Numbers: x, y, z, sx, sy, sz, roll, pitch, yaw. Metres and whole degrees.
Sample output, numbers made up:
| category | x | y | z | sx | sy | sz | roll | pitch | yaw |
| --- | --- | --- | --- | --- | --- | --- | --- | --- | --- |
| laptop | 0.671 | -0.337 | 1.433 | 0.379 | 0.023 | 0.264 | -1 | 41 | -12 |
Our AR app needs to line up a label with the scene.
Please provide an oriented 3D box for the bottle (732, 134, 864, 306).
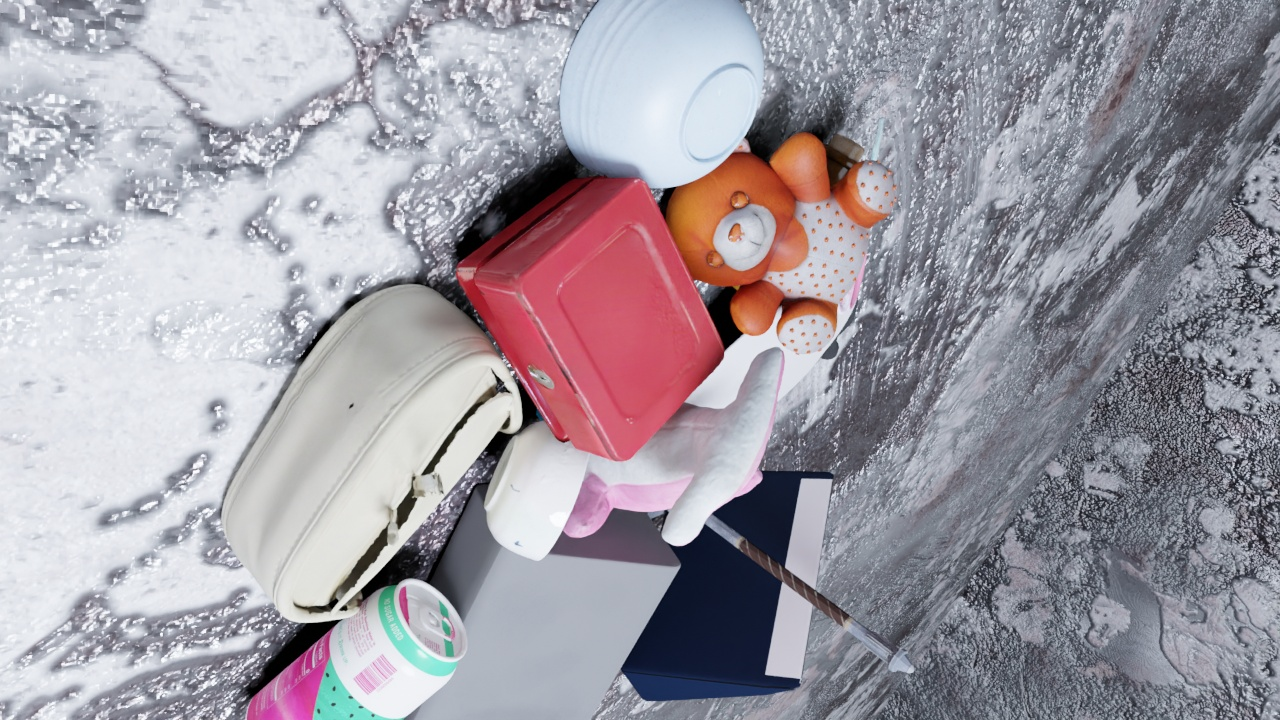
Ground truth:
| category | x | y | z | sx | sy | sz | roll | pitch | yaw |
| --- | --- | --- | --- | --- | --- | --- | --- | --- | --- |
| bottle | 0.141 | -0.122 | 0.803 | 0.067 | 0.068 | 0.157 | 8 | 117 | -54 |

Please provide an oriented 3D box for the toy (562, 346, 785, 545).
| category | x | y | z | sx | sy | sz | roll | pitch | yaw |
| --- | --- | --- | --- | --- | --- | --- | --- | --- | --- |
| toy | 0.032 | 0.078 | 0.709 | 0.128 | 0.266 | 0.186 | 36 | 71 | -17 |

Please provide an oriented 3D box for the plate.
| category | x | y | z | sx | sy | sz | roll | pitch | yaw |
| --- | --- | --- | --- | --- | --- | --- | --- | --- | --- |
| plate | 0.120 | 0.016 | 0.883 | 0.242 | 0.016 | 0.243 | -34 | 158 | -16 |

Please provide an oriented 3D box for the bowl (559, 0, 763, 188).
| category | x | y | z | sx | sy | sz | roll | pitch | yaw |
| --- | --- | --- | --- | --- | --- | --- | --- | --- | --- |
| bowl | 0.028 | -0.175 | 0.602 | 0.150 | 0.075 | 0.151 | -32 | 144 | -27 |

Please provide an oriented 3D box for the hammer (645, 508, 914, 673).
| category | x | y | z | sx | sy | sz | roll | pitch | yaw |
| --- | --- | --- | --- | --- | --- | --- | --- | --- | --- |
| hammer | 0.113 | 0.184 | 0.848 | 0.098 | 0.322 | 0.044 | -13 | 126 | -44 |

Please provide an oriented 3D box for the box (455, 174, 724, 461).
| category | x | y | z | sx | sy | sz | roll | pitch | yaw |
| --- | --- | --- | --- | --- | --- | --- | --- | --- | --- |
| box | -0.030 | -0.032 | 0.618 | 0.129 | 0.087 | 0.158 | -45 | 122 | -28 |

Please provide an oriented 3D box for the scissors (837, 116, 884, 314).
| category | x | y | z | sx | sy | sz | roll | pitch | yaw |
| --- | --- | --- | --- | --- | --- | --- | --- | --- | --- |
| scissors | 0.193 | -0.126 | 0.799 | 0.076 | 0.017 | 0.174 | -13 | 117 | -60 |

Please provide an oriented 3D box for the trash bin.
| category | x | y | z | sx | sy | sz | roll | pitch | yaw |
| --- | --- | --- | --- | --- | --- | --- | --- | --- | --- |
| trash bin | -0.099 | 0.234 | 0.817 | 0.191 | 0.097 | 0.220 | 15 | 112 | -35 |

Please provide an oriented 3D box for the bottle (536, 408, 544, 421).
| category | x | y | z | sx | sy | sz | roll | pitch | yaw |
| --- | --- | --- | --- | --- | --- | --- | --- | --- | --- |
| bottle | -0.055 | 0.010 | 0.718 | 0.051 | 0.051 | 0.146 | -17 | 136 | -41 |

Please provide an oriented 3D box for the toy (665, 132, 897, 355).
| category | x | y | z | sx | sy | sz | roll | pitch | yaw |
| --- | --- | --- | --- | --- | --- | --- | --- | --- | --- |
| toy | 0.101 | -0.098 | 0.715 | 0.172 | 0.092 | 0.164 | 16 | 110 | -17 |

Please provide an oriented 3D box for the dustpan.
| category | x | y | z | sx | sy | sz | roll | pitch | yaw |
| --- | --- | --- | --- | --- | --- | --- | --- | --- | --- |
| dustpan | 0.055 | 0.229 | 0.939 | 0.080 | 0.274 | 0.235 | 65 | 33 | -40 |

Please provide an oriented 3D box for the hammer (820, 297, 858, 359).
| category | x | y | z | sx | sy | sz | roll | pitch | yaw |
| --- | --- | --- | --- | --- | --- | --- | --- | --- | --- |
| hammer | 0.106 | 0.013 | 0.938 | 0.304 | 0.040 | 0.132 | -32 | 148 | -25 |

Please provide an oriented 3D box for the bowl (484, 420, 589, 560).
| category | x | y | z | sx | sy | sz | roll | pitch | yaw |
| --- | --- | --- | --- | --- | --- | --- | --- | --- | --- |
| bowl | -0.082 | 0.093 | 0.692 | 0.054 | 0.104 | 0.105 | 22 | 111 | -13 |

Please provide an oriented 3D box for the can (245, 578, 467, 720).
| category | x | y | z | sx | sy | sz | roll | pitch | yaw |
| --- | --- | --- | --- | --- | --- | --- | --- | --- | --- |
| can | -0.218 | 0.248 | 0.707 | 0.166 | 0.088 | 0.088 | -41 | 149 | 10 |

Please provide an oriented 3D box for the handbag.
| category | x | y | z | sx | sy | sz | roll | pitch | yaw |
| --- | --- | --- | --- | --- | --- | --- | --- | --- | --- |
| handbag | -0.160 | 0.086 | 0.609 | 0.229 | 0.132 | 0.184 | -46 | 155 | -3 |
